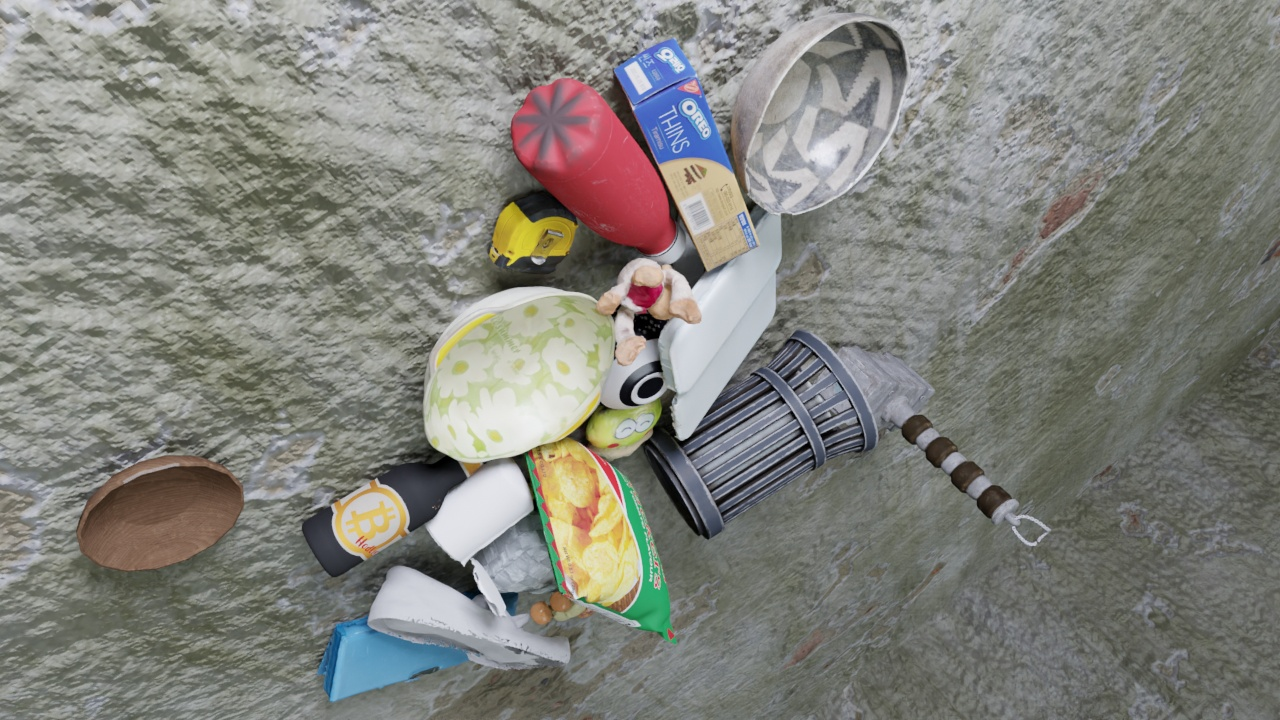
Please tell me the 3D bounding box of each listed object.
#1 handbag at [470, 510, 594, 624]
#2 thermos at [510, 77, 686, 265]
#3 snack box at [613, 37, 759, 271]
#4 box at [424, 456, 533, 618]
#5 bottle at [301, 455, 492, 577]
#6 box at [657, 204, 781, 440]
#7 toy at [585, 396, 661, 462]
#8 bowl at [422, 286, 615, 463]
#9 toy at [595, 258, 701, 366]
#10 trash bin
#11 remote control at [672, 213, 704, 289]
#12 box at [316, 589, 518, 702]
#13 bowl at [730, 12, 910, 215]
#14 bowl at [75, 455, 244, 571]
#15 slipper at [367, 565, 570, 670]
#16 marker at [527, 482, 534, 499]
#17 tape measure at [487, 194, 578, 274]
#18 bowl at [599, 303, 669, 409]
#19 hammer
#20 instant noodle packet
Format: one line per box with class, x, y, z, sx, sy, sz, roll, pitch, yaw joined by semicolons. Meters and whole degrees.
handbag;-0.101;0.234;1.030;0.113;0.123;0.171;-37;149;22
thermos;-0.019;-0.134;0.734;0.073;0.073;0.240;-44;154;5
snack box;0.044;-0.163;0.758;0.057;0.056;0.207;-26;143;5
box;-0.140;0.170;0.913;0.106;0.080;0.150;-35;105;-4
bottle;-0.217;0.127;0.849;0.181;0.059;0.059;-31;145;-14
box;0.086;-0.035;0.926;0.208;0.037;0.189;-51;149;-27
toy;-0.020;0.074;0.998;0.092;0.046;0.115;-22;150;-25
bowl;-0.115;0.002;0.807;0.188;0.060;0.219;-43;147;3
toy;0.006;-0.049;0.795;0.085;0.074;0.105;-44;-172;19
trash bin;0.132;0.092;1.068;0.227;0.164;0.164;-31;145;-9
remote control;0.046;-0.096;0.894;0.033;0.012;0.131;-17;140;-19
box;-0.251;0.314;1.056;0.231;0.052;0.093;-4;115;-43
bowl;0.139;-0.219;0.784;0.178;0.081;0.179;-26;143;-22
bowl;-0.370;0.111;0.707;0.117;0.030;0.118;-26;144;-21
slipper;-0.179;0.288;1.002;0.246;0.112;0.074;31;64;-31
marker;-0.104;0.142;1.012;0.123;0.021;0.018;-4;132;-44
tape measure;-0.083;-0.101;0.740;0.065;0.037;0.064;4;126;-47
bowl;-0.005;0.005;0.902;0.120;0.066;0.120;-22;143;-18
hammer;0.379;0.112;1.175;0.176;0.326;0.080;8;123;-49
instant noodle packet;-0.042;0.180;0.952;0.090;0.195;0.252;-28;145;12
